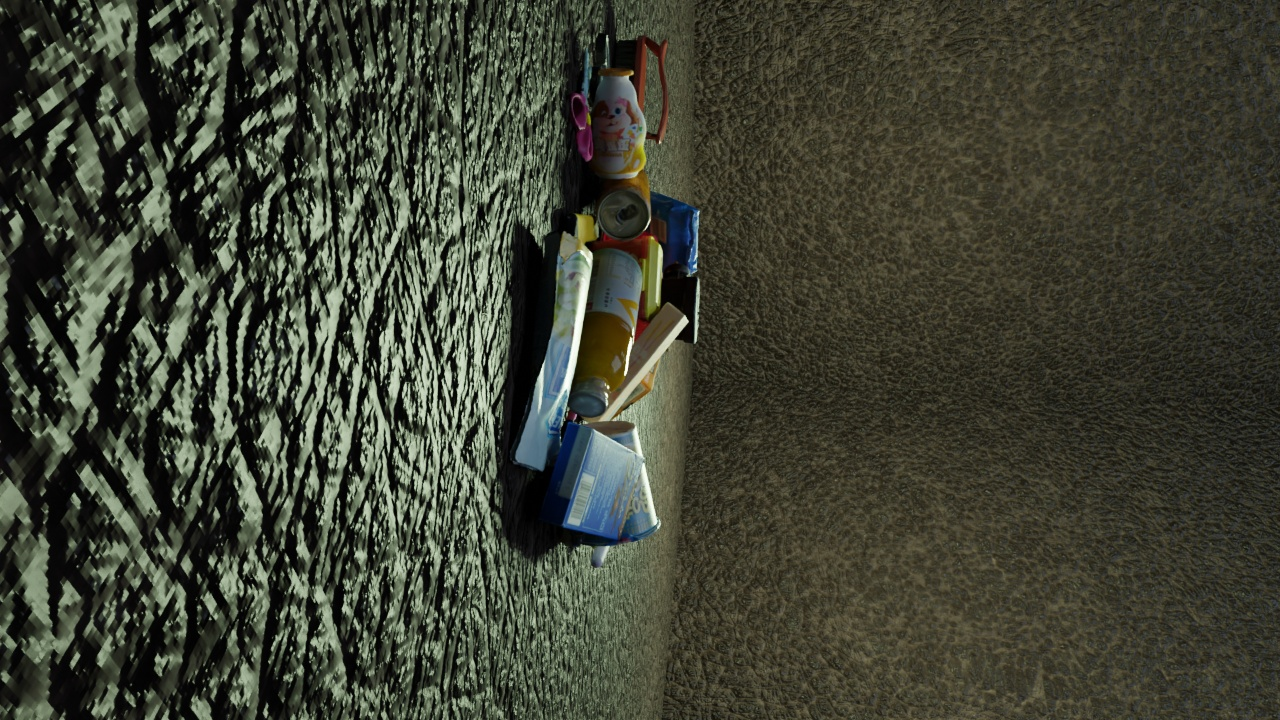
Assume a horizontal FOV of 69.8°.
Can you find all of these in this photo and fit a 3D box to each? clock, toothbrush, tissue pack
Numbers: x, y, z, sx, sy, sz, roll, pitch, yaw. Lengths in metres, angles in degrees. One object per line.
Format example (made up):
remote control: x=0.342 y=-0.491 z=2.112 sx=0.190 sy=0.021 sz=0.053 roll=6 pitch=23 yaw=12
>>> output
clock: x=0.045 y=-0.070 z=1.131 sx=0.121 sy=0.055 sz=0.082 roll=-82 pitch=171 yaw=-49
toothbrush: x=-0.076 y=0.078 z=0.858 sx=0.188 sy=0.014 sz=0.018 roll=-77 pitch=156 yaw=-65
toothbrush: x=-0.028 y=0.167 z=1.020 sx=0.029 sy=0.021 sz=0.188 roll=-62 pitch=-178 yaw=29
tissue pack: x=0.025 y=-0.175 z=1.237 sx=0.157 sy=0.052 sz=0.095 roll=32 pitch=-50 yaw=49

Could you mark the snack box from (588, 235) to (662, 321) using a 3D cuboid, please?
snack box: x=-0.019 y=-0.091 z=1.013 sx=0.082 sy=0.080 sz=0.091 roll=25 pitch=68 yaw=-85

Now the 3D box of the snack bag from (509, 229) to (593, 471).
snack bag: x=-0.072 y=-0.003 z=0.757 sx=0.110 sy=0.039 sz=0.190 roll=91 pitch=6 yaw=-79

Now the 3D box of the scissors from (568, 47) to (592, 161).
scissors: x=-0.058 y=-0.264 z=0.896 sx=0.077 sy=0.017 sz=0.137 roll=64 pitch=24 yaw=-60

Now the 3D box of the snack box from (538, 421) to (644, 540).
snack box: x=-0.040 y=0.112 z=0.820 sx=0.157 sy=0.026 sz=0.084 roll=43 pitch=63 yaw=-68

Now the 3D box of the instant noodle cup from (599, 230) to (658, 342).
instant noodle cup: x=-0.012 y=-0.092 z=1.157 sx=0.194 sy=0.066 sz=0.194 roll=4 pitch=88 yaw=-85

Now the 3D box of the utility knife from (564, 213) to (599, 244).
utility knife: x=-0.057 y=-0.132 z=0.931 sx=0.192 sy=0.015 sz=0.033 roll=-56 pitch=148 yaw=-81

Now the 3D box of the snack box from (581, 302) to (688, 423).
snack box: x=-0.006 y=0.006 z=1.027 sx=0.157 sy=0.026 sz=0.084 roll=-52 pitch=174 yaw=2

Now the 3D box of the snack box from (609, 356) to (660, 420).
snack box: x=-0.013 y=0.018 z=1.162 sx=0.026 sy=0.075 sz=0.153 roll=48 pitch=21 yaw=-14

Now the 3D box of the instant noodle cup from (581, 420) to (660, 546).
instant noodle cup: x=-0.033 y=0.122 z=0.941 sx=0.099 sy=0.099 sz=0.110 roll=-57 pitch=142 yaw=-78

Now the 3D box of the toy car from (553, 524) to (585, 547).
toy car: x=-0.064 y=0.132 z=0.881 sx=0.042 sy=0.035 sz=0.090 roll=-38 pitch=133 yaw=-84

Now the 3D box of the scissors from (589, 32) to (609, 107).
scissors: x=-0.044 y=-0.281 z=1.031 sx=0.170 sy=0.014 sz=0.159 roll=-63 pitch=157 yaw=-80

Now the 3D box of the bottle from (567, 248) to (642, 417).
bottle: x=-0.039 y=-0.028 z=0.895 sx=0.068 sy=0.068 sz=0.189 roll=86 pitch=9 yaw=-48

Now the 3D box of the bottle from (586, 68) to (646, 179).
bottle: x=-0.026 y=-0.246 z=0.955 sx=0.063 sy=0.063 sz=0.108 roll=-74 pitch=165 yaw=-66

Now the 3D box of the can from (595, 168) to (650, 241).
can: x=-0.018 y=-0.177 z=1.009 sx=0.145 sy=0.058 sz=0.058 roll=-90 pitch=180 yaw=-66

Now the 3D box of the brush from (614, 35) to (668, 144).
brush: x=0.001 y=-0.340 z=1.152 sx=0.063 sy=0.069 sz=0.145 roll=71 pitch=23 yaw=-77

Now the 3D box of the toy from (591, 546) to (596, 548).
toy: x=-0.054 y=0.161 z=1.025 sx=0.096 sy=0.031 sz=0.100 roll=48 pitch=42 yaw=-75
